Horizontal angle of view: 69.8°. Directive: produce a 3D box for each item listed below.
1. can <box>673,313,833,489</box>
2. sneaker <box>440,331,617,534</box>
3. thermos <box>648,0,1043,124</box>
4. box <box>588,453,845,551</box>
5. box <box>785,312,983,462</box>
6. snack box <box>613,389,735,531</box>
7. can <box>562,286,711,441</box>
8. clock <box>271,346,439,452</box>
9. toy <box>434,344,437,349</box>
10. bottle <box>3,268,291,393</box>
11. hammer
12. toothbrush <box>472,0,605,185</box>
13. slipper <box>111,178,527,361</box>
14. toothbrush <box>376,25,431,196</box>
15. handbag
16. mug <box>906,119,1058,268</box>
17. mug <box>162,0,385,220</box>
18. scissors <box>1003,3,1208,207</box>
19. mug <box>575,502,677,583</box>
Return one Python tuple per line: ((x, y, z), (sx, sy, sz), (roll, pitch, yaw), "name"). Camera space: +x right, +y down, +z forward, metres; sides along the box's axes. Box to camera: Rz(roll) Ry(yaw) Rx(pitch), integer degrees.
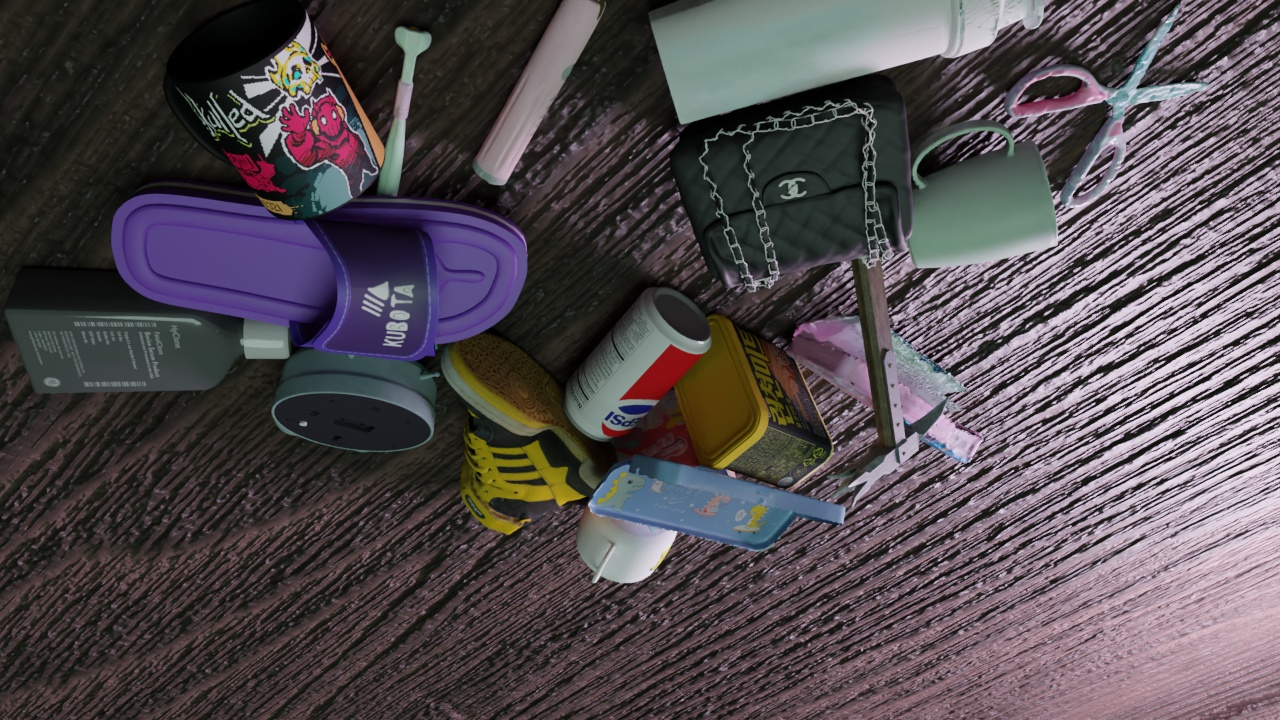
((0.095, 0.038, 0.788), (0.101, 0.130, 0.073), (22, 127, -37), "can")
((-0.122, 0.068, 0.790), (0.122, 0.086, 0.238), (-30, 137, 14), "sneaker")
((0.118, -0.214, 0.554), (0.220, 0.099, 0.099), (-16, 138, 7), "thermos")
((0.067, 0.120, 0.795), (0.209, 0.043, 0.125), (19, 149, -30), "box")
((0.238, 0.018, 0.852), (0.230, 0.084, 0.071), (28, 95, -37), "box")
((0.031, 0.089, 0.851), (0.093, 0.094, 0.079), (-20, 138, 7), "snack box")
((-0.005, 0.004, 0.767), (0.070, 0.070, 0.132), (19, 128, -32), "can")
((-0.231, 0.036, 0.736), (0.122, 0.045, 0.160), (20, 149, -32), "clock")
((-0.178, -0.052, 0.684), (0.085, 0.033, 0.105), (16, 126, -24), "toy")
((-0.346, -0.019, 0.664), (0.173, 0.046, 0.084), (0, 136, -16), "bottle")
((0.185, -0.048, 0.723), (0.146, 0.028, 0.317), (-32, 123, -26), "hammer")
((-0.046, -0.200, 0.567), (0.026, 0.027, 0.223), (35, 124, -7), "toothbrush")
((-0.210, -0.051, 0.605), (0.266, 0.084, 0.107), (7, 121, -11), "slipper")
((-0.160, -0.147, 0.602), (0.022, 0.015, 0.155), (7, 135, -20), "toothbrush")
((0.105, -0.108, 0.607), (0.154, 0.114, 0.125), (-13, 113, 12), "handbag")
((0.249, -0.126, 0.694), (0.104, 0.084, 0.111), (-13, 123, 19), "mug")
((-0.227, -0.147, 0.544), (0.118, 0.081, 0.098), (4, 143, 21), "mug")
((0.352, -0.186, 0.705), (0.170, 0.013, 0.177), (-11, 136, -8), "scissors")
((-0.018, 0.174, 0.917), (0.094, 0.115, 0.068), (30, 130, 7), "mug")
